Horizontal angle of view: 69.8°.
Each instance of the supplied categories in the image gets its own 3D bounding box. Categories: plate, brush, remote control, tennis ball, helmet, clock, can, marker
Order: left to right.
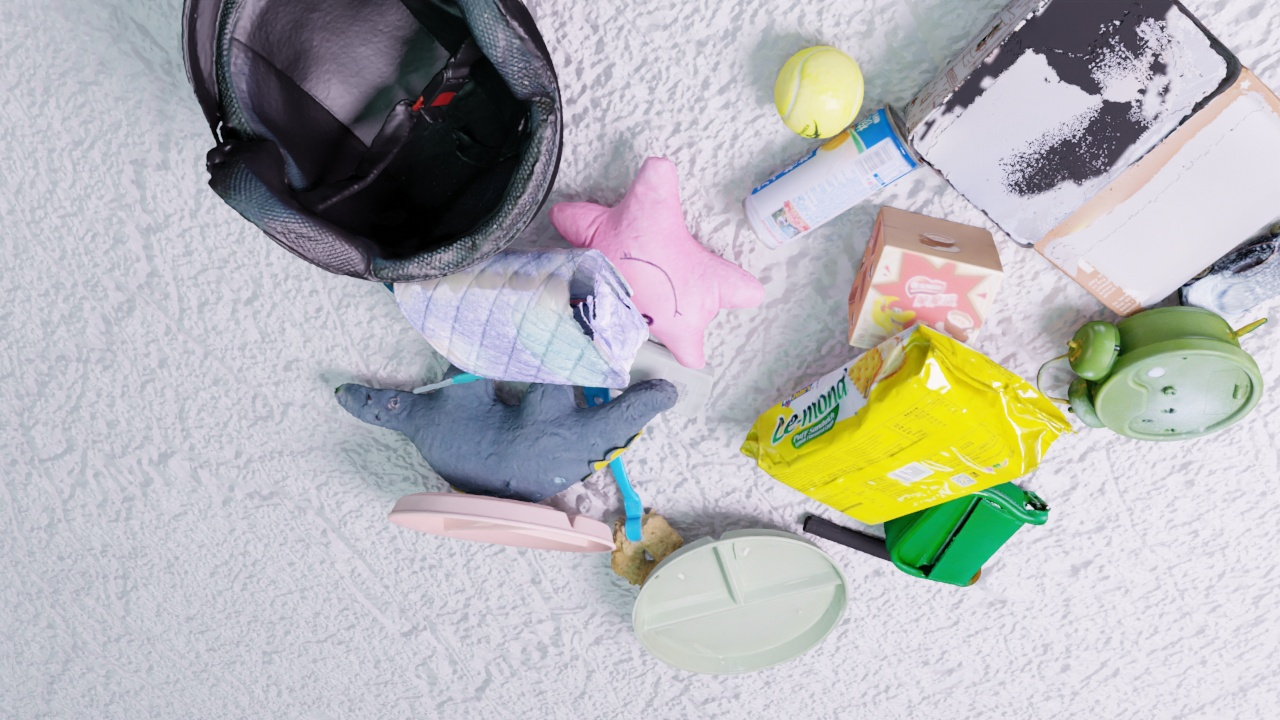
[{"bbox_3d":[-0.181,-0.187,0.661,0.233,0.230,0.274,-40,94,4],"label":"helmet"},{"bbox_3d":[-0.137,0.164,0.923,0.229,0.028,0.230,7,164,2],"label":"plate"},{"bbox_3d":[-0.014,0.133,0.941,0.083,0.045,0.255,-7,116,19],"label":"brush"},{"bbox_3d":[-0.005,0.005,0.866,0.150,0.021,0.058,22,125,-1],"label":"remote control"},{"bbox_3d":[0.104,0.256,0.968,0.230,0.027,0.231,-3,128,-3],"label":"plate"},{"bbox_3d":[0.131,-0.197,0.676,0.065,0.065,0.066,6,124,9],"label":"tennis ball"},{"bbox_3d":[0.147,-0.140,0.716,0.135,0.053,0.053,-30,112,28],"label":"can"},{"bbox_3d":[0.230,0.185,0.930,0.132,0.020,0.022,19,131,1],"label":"marker"},{"bbox_3d":[0.407,0.012,0.739,0.161,0.056,0.116,-6,138,20],"label":"clock"}]

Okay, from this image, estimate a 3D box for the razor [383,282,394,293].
[{"bbox_3d":[-0.173,-0.043,0.866,0.142,0.022,0.043,40,107,-4],"label":"razor"}]

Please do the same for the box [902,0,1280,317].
[{"bbox_3d":[0.341,-0.147,0.650,0.262,0.088,0.178,38,123,-11],"label":"box"}]

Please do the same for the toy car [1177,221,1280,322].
[{"bbox_3d":[0.471,-0.064,0.705,0.106,0.031,0.049,-35,109,30],"label":"toy car"}]

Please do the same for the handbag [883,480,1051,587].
[{"bbox_3d":[0.301,0.153,0.870,0.120,0.067,0.132,24,124,-12],"label":"handbag"}]

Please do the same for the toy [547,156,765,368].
[{"bbox_3d":[0.004,-0.066,0.786,0.179,0.074,0.194,-24,116,33],"label":"toy"}]

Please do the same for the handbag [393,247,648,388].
[{"bbox_3d":[-0.098,-0.040,0.762,0.194,0.075,0.134,4,150,31],"label":"handbag"}]

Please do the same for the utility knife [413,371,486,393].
[{"bbox_3d":[-0.125,0.008,0.852,0.193,0.029,0.013,-14,76,12],"label":"utility knife"}]

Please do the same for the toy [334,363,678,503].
[{"bbox_3d":[-0.134,0.071,0.893,0.357,0.091,0.138,3,113,17],"label":"toy"}]

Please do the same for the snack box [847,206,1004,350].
[{"bbox_3d":[0.225,-0.058,0.738,0.093,0.076,0.095,14,124,4],"label":"snack box"}]

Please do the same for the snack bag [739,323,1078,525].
[{"bbox_3d":[0.215,0.067,0.773,0.158,0.068,0.247,27,146,-17],"label":"snack bag"}]
